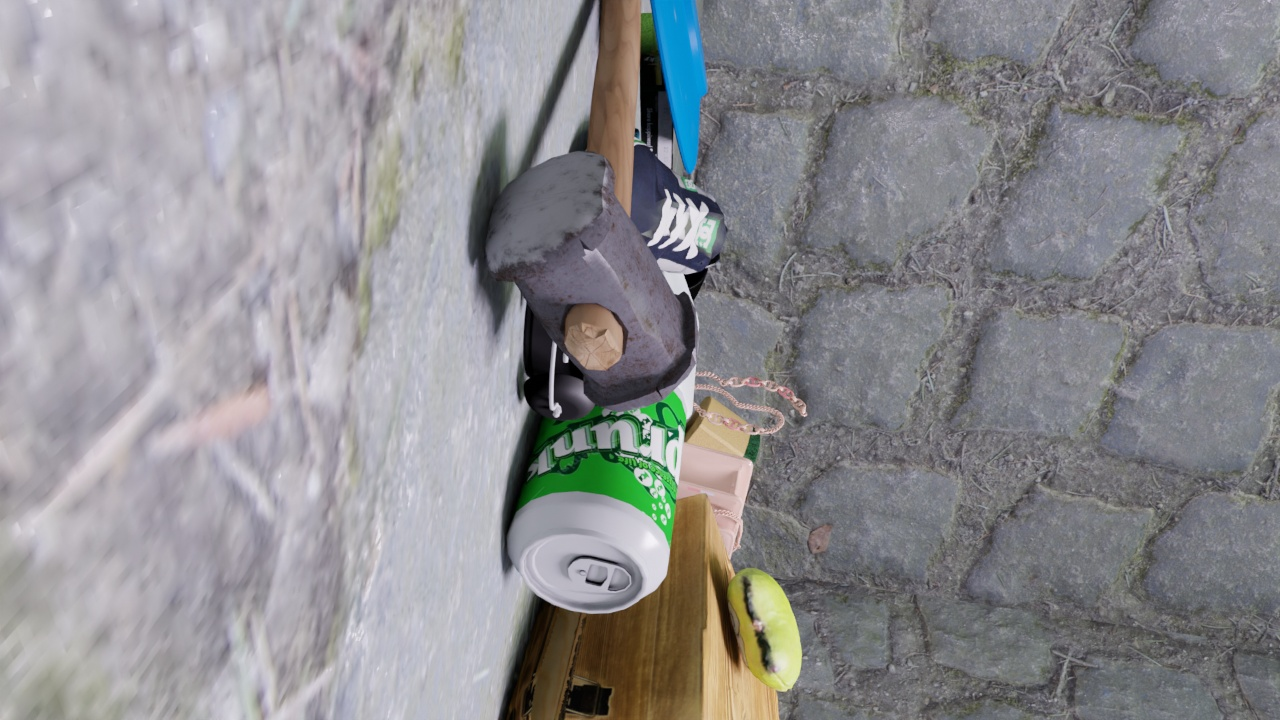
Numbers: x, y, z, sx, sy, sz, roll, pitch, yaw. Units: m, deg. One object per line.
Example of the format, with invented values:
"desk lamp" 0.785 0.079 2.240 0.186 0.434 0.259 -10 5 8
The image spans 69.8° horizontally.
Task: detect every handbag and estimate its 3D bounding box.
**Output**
"handbag" 0.049 0.097 0.912 0.117 0.199 0.186 94 13 -47

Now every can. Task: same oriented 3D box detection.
"can" -0.021 0.067 0.529 0.139 0.088 0.088 -79 176 -48

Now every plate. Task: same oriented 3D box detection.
"plate" 0.027 -0.245 0.643 0.224 0.024 0.224 -7 89 -82

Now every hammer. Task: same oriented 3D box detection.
"hammer" -0.013 -0.122 0.453 0.098 0.052 0.327 55 26 -40

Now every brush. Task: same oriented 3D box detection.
"brush" 0.043 0.168 1.130 0.250 0.075 0.195 -54 179 9

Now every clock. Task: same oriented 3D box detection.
"clock" -0.034 -0.021 0.482 0.120 0.042 0.091 -77 174 -63

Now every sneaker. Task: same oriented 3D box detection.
"sneaker" 0.014 -0.097 0.625 0.235 0.079 0.084 -10 119 -75

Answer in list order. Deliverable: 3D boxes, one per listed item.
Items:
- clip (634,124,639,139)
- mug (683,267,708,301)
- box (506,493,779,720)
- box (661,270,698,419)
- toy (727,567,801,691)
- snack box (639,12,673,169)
"clip" -0.015 -0.159 0.689 0.119 0.033 0.121 -72 170 -57
"mug" 0.003 -0.064 0.895 0.118 0.085 0.100 -45 169 -32
"box" -0.021 0.272 0.688 0.278 0.221 0.259 -75 150 -67
"box" 0.014 0.007 0.754 0.210 0.084 0.186 -78 174 -68
"toy" 0.097 0.205 0.697 0.115 0.046 0.092 51 20 -64
"snack box" 0.013 -0.226 0.778 0.147 0.025 0.080 -91 180 -47
